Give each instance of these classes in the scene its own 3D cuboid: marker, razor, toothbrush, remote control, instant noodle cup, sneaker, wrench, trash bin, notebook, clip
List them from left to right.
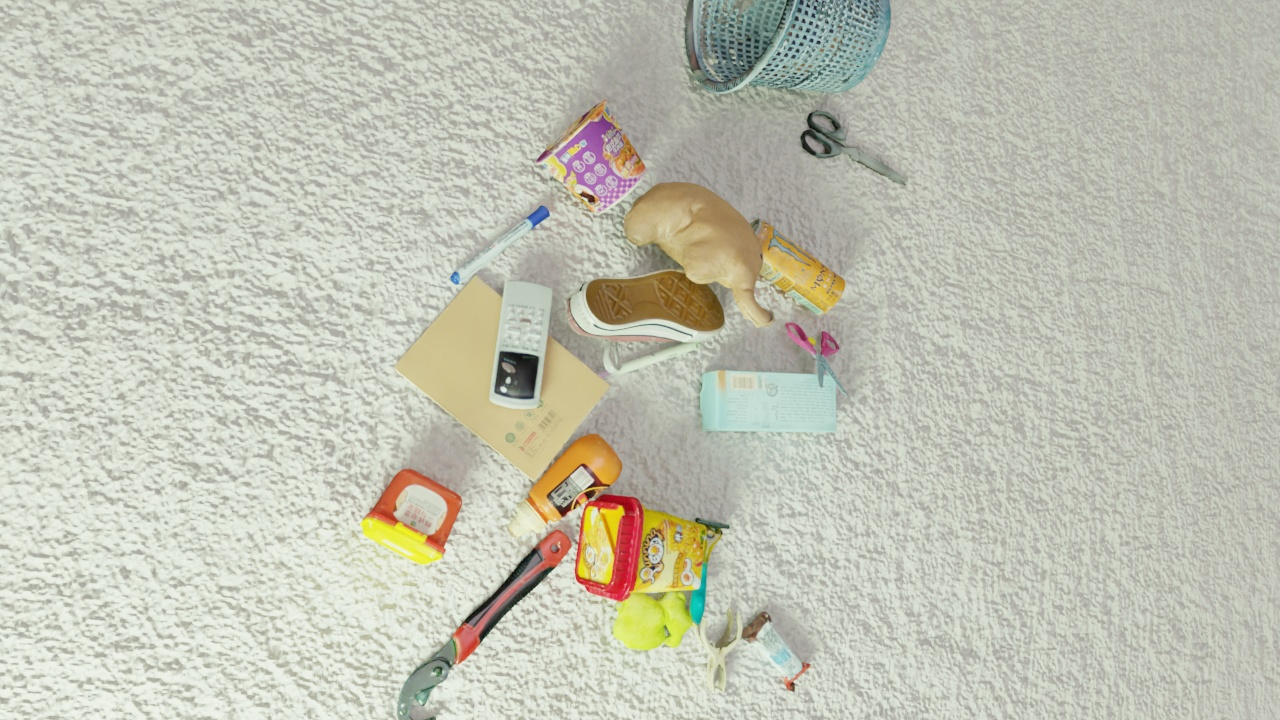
[{"bbox_3d":[-0.176,0.300,1.038,0.056,0.016,0.273,44,72,-10],"label":"wrench"},{"bbox_3d":[-0.166,-0.137,1.092,0.145,0.017,0.017,-41,98,-19],"label":"marker"},{"bbox_3d":[-0.158,0.019,1.068,0.207,0.008,0.147,39,73,-4],"label":"notebook"},{"bbox_3d":[-0.138,-0.019,1.064,0.058,0.021,0.150,8,77,-13],"label":"remote control"},{"bbox_3d":[-0.054,-0.237,1.100,0.111,0.112,0.099,-46,108,-18],"label":"instant noodle cup"},{"bbox_3d":[-0.007,0.007,1.129,0.189,0.020,0.029,-19,115,-20],"label":"toothbrush"},{"bbox_3d":[-0.001,-0.054,1.104,0.240,0.088,0.118,-4,72,-43],"label":"sneaker"},{"bbox_3d":[0.003,0.220,1.066,0.123,0.116,0.116,13,79,-30],"label":"instant noodle cup"},{"bbox_3d":[0.077,0.258,1.115,0.043,0.028,0.132,14,65,-5],"label":"razor"},{"bbox_3d":[0.083,0.346,1.116,0.095,0.035,0.102,27,83,-19],"label":"clip"},{"bbox_3d":[0.197,-0.433,1.164,0.194,0.227,0.226,5,82,-32],"label":"trash bin"}]

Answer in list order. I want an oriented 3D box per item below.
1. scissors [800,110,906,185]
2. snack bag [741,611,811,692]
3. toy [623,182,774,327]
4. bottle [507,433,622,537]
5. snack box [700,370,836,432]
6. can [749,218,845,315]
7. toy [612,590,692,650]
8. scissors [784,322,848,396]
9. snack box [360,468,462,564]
[{"bbox_3d":[0.295,-0.278,1.274,0.132,0.014,0.175,-36,99,-20],"label":"scissors"},{"bbox_3d":[0.171,0.364,1.147,0.045,0.026,0.105,-41,97,-10],"label":"snack bag"},{"bbox_3d":[0.088,-0.135,1.107,0.226,0.083,0.143,38,55,13],"label":"toy"},{"bbox_3d":[-0.092,0.151,1.064,0.149,0.067,0.067,-40,97,-12],"label":"bottle"},{"bbox_3d":[0.164,0.054,1.166,0.174,0.052,0.074,3,84,-19],"label":"snack box"},{"bbox_3d":[0.194,-0.121,1.193,0.146,0.058,0.058,34,74,-13],"label":"can"},{"bbox_3d":[0.015,0.311,1.093,0.100,0.031,0.097,-28,108,-17],"label":"toy"},{"bbox_3d":[0.239,-0.001,1.184,0.107,0.017,0.135,3,43,-36],"label":"scissors"},{"bbox_3d":[-0.245,0.169,0.998,0.091,0.082,0.080,32,65,-14],"label":"snack box"}]
